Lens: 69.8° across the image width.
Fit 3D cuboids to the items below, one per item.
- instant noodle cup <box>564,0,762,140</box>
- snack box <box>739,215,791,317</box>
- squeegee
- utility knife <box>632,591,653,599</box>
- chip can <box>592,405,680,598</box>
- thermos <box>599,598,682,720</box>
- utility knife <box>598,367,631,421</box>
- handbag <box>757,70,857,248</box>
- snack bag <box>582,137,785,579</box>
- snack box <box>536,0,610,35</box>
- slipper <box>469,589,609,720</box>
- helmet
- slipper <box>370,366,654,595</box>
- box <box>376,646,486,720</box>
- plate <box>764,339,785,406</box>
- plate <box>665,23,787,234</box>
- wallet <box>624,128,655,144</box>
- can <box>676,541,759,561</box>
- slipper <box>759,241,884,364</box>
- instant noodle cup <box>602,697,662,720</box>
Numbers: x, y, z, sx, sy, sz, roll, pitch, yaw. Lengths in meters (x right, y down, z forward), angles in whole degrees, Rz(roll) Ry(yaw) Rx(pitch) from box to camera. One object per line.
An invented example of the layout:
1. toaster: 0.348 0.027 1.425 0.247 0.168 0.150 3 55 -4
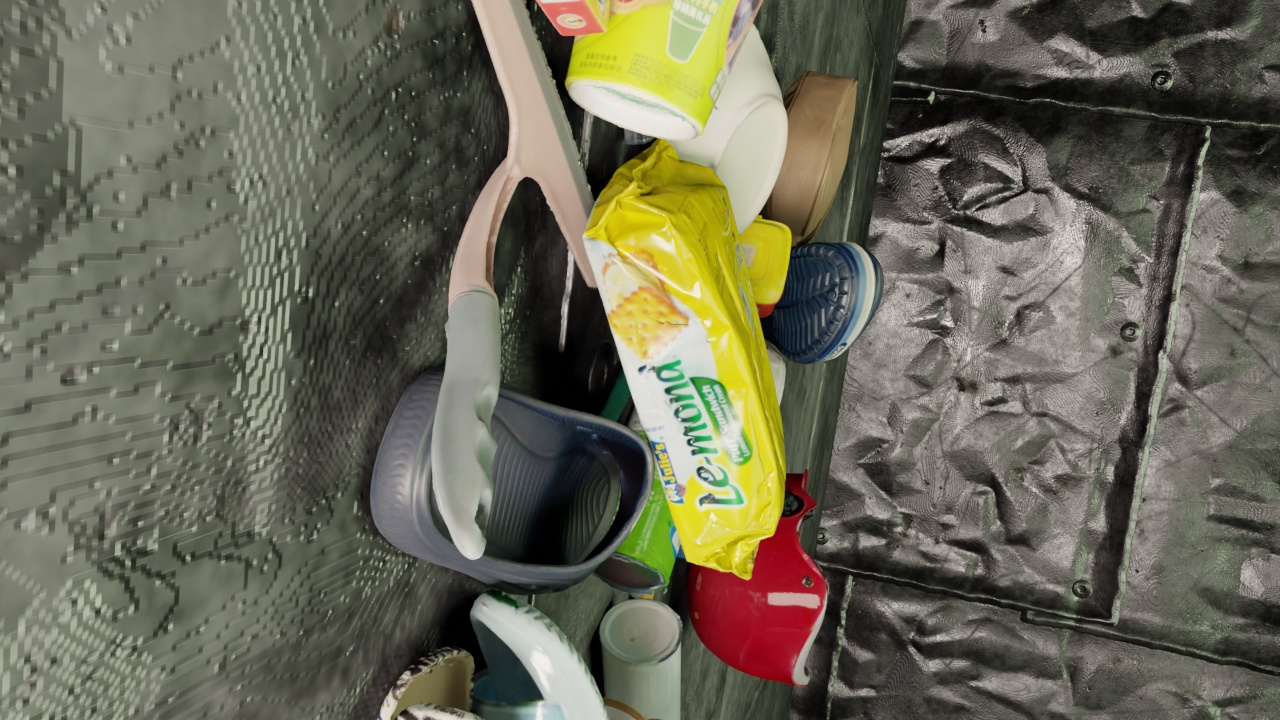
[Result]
1. instant noodle cup: 0.015 -0.190 0.498 0.111 0.112 0.123 19 90 -73
2. snack box: 0.081 -0.080 0.790 0.080 0.091 0.082 63 38 -73
3. squeegee: -0.064 -0.030 0.395 0.248 0.040 0.249 71 18 -51
4. utility knife: 0.005 0.195 0.821 0.033 0.015 0.202 -12 111 -71
5. chip can: 0.021 0.059 0.705 0.072 0.072 0.235 76 30 -52
6. thermos: 0.000 0.308 0.792 0.073 0.073 0.225 -57 152 -52
7. utility knife: -0.004 0.004 0.688 0.182 0.013 0.029 -61 158 -43
8. handbag: 0.174 -0.224 0.998 0.203 0.100 0.148 -61 162 -46
9. snack bag: 0.037 -0.010 0.566 0.157 0.068 0.247 -72 147 -63
10. snack box: -0.030 -0.240 0.420 0.077 0.027 0.155 27 68 -72
11. slipper: -0.053 0.240 0.491 0.074 0.104 0.245 -17 95 -25
12. helmet: 0.124 0.230 1.022 0.239 0.144 0.207 -83 173 -45
13. slipper: -0.044 0.077 0.493 0.268 0.083 0.110 45 59 -68
14. box: -0.092 0.220 0.436 0.086 0.075 0.162 -63 159 -74
15. plate: 0.080 0.073 0.836 0.205 0.045 0.205 -172 -78 -89
16. plate: 0.066 -0.145 0.680 0.164 0.034 0.163 -57 155 -8
17. wallet: 0.013 -0.207 0.619 0.120 0.019 0.097 -54 149 -58
18. can: 0.080 0.157 0.924 0.057 0.083 0.101 77 28 -50
19. slipper: 0.167 -0.055 0.853 0.253 0.095 0.105 -159 -114 -79
20. instant noodle cup: -0.022 0.299 0.618 0.110 0.138 0.137 67 36 -46
